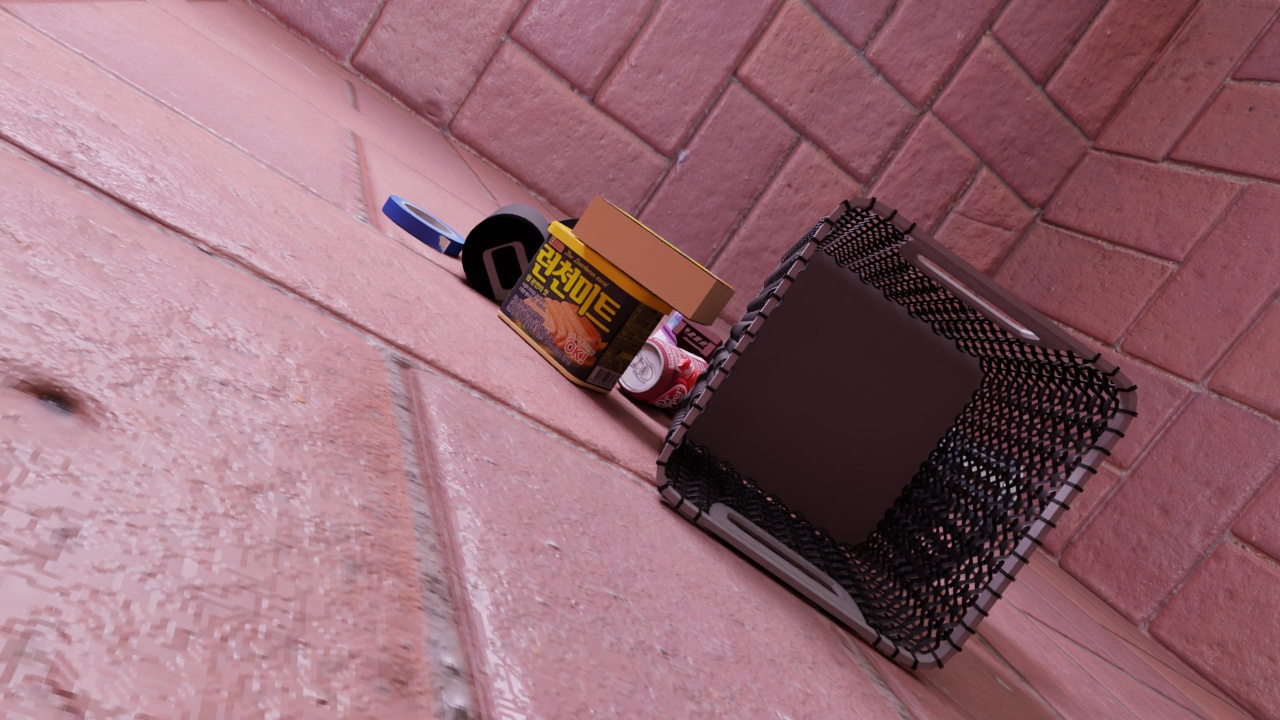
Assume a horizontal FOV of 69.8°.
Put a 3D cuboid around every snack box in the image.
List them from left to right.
[{"bbox_3d":[0.013,-0.084,0.790,0.126,0.040,0.088,37,8,14],"label":"snack box"}]

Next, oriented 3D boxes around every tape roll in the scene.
[{"bbox_3d":[-0.230,-0.144,0.979,0.091,0.016,0.093,35,8,0],"label":"tape roll"}]

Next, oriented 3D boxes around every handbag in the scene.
[{"bbox_3d":[0.098,0.010,1.318,0.170,0.068,0.144,40,7,-17],"label":"handbag"}]

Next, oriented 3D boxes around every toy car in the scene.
[{"bbox_3d":[0.074,0.013,1.125,0.070,0.061,0.170,39,-12,25],"label":"toy car"}]

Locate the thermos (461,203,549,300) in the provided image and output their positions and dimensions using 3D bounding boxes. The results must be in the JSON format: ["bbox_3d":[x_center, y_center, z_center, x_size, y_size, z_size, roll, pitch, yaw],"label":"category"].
[{"bbox_3d":[-0.139,-0.122,0.992,0.082,0.082,0.240,34,8,-11],"label":"thermos"}]

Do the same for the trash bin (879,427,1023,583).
[{"bbox_3d":[0.241,0.088,0.937,0.227,0.164,0.164,40,8,-2],"label":"trash bin"}]

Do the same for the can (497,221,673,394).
[{"bbox_3d":[-0.052,-0.047,0.831,0.131,0.101,0.072,40,9,32],"label":"can"}]

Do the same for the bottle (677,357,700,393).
[{"bbox_3d":[0.081,0.054,0.888,0.141,0.042,0.042,52,3,-18],"label":"bottle"}]

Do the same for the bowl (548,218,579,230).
[{"bbox_3d":[-0.115,-0.131,1.169,0.124,0.124,0.052,2,67,-76],"label":"bowl"}]

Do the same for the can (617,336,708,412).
[{"bbox_3d":[0.025,0.016,0.922,0.063,0.063,0.114,39,9,29],"label":"can"}]

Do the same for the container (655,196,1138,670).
[{"bbox_3d":[0.172,0.043,0.734,0.247,0.245,0.243,35,4,-2],"label":"container"}]
